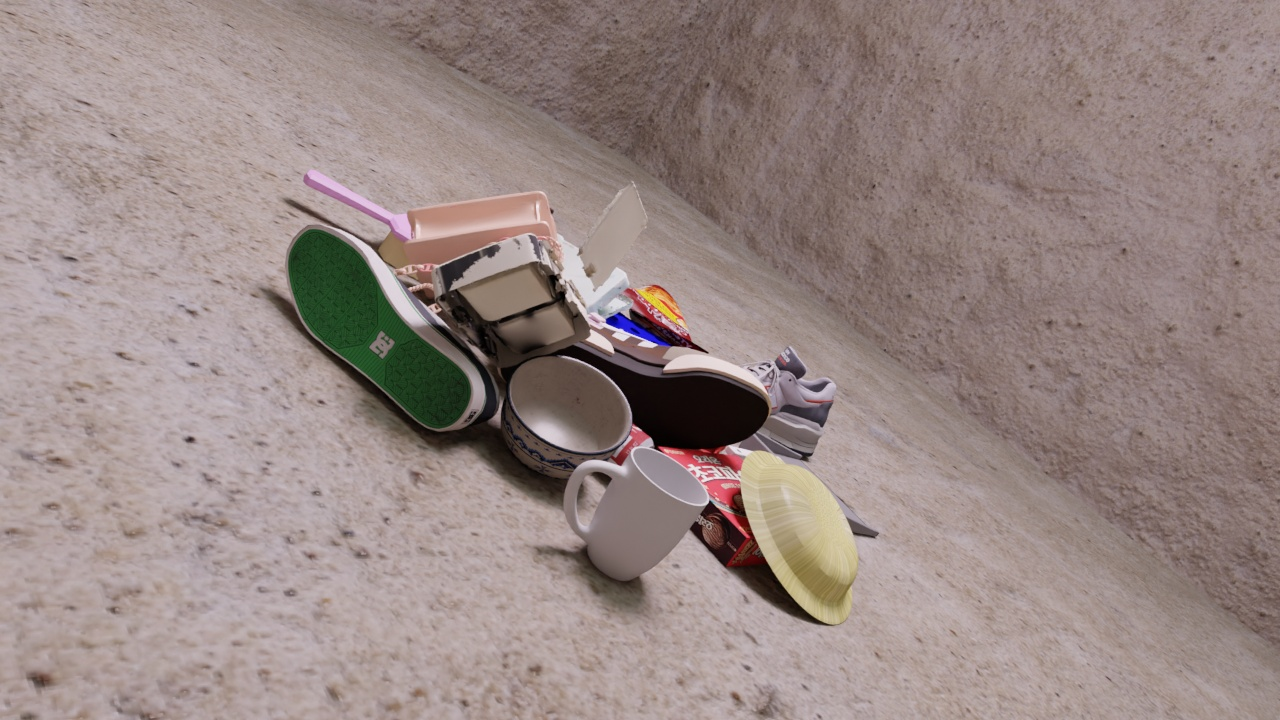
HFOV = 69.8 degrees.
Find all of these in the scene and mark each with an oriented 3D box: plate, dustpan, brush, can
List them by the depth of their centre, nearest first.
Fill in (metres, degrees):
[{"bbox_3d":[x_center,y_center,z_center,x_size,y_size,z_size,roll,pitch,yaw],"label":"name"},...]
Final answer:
[{"bbox_3d":[-0.038,0.070,0.878,0.096,0.054,0.054,37,16,15],"label":"can"},{"bbox_3d":[0.170,0.163,0.902,0.184,0.036,0.184,40,31,-30],"label":"plate"},{"bbox_3d":[-0.286,-0.145,1.063,0.228,0.043,0.089,28,16,-18],"label":"brush"},{"bbox_3d":[0.183,0.142,1.139,0.257,0.033,0.163,18,21,-44],"label":"dustpan"}]

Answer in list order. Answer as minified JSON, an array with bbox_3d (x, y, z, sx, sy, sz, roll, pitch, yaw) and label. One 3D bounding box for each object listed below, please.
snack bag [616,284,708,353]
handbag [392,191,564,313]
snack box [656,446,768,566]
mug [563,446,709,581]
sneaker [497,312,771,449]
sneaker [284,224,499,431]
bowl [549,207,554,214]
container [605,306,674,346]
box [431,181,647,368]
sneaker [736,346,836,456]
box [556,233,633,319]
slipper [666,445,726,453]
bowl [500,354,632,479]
[{"bbox_3d":[0.020,-0.050,1.178,0.139,0.067,0.207,38,8,-2],"label":"snack bag"},{"bbox_3d":[-0.171,-0.071,0.951,0.199,0.117,0.186,-7,53,0],"label":"handbag"},{"bbox_3d":[0.094,0.148,0.935,0.152,0.036,0.132,13,25,-52],"label":"snack box"},{"bbox_3d":[-0.015,0.118,0.708,0.107,0.089,0.071,25,17,-27],"label":"mug"},{"bbox_3d":[-0.006,0.006,0.971,0.293,0.112,0.116,13,35,-12],"label":"sneaker"},{"bbox_3d":[-0.212,-0.026,0.790,0.235,0.084,0.079,43,8,15],"label":"sneaker"},{"bbox_3d":[-0.189,-0.169,1.229,0.145,0.067,0.145,0,2,0],"label":"bowl"},{"bbox_3d":[-0.024,-0.004,1.080,0.113,0.084,0.085,32,16,1],"label":"container"},{"bbox_3d":[-0.072,-0.077,0.777,0.143,0.182,0.080,61,11,-63],"label":"box"},{"bbox_3d":[0.172,0.032,1.281,0.239,0.124,0.088,28,16,-16],"label":"sneaker"},{"bbox_3d":[-0.100,-0.106,1.067,0.199,0.073,0.085,31,30,35],"label":"box"},{"bbox_3d":[0.065,0.062,1.106,0.103,0.059,0.248,33,14,2],"label":"slipper"},{"bbox_3d":[-0.071,0.056,0.809,0.115,0.059,0.115,17,39,-15],"label":"bowl"}]
